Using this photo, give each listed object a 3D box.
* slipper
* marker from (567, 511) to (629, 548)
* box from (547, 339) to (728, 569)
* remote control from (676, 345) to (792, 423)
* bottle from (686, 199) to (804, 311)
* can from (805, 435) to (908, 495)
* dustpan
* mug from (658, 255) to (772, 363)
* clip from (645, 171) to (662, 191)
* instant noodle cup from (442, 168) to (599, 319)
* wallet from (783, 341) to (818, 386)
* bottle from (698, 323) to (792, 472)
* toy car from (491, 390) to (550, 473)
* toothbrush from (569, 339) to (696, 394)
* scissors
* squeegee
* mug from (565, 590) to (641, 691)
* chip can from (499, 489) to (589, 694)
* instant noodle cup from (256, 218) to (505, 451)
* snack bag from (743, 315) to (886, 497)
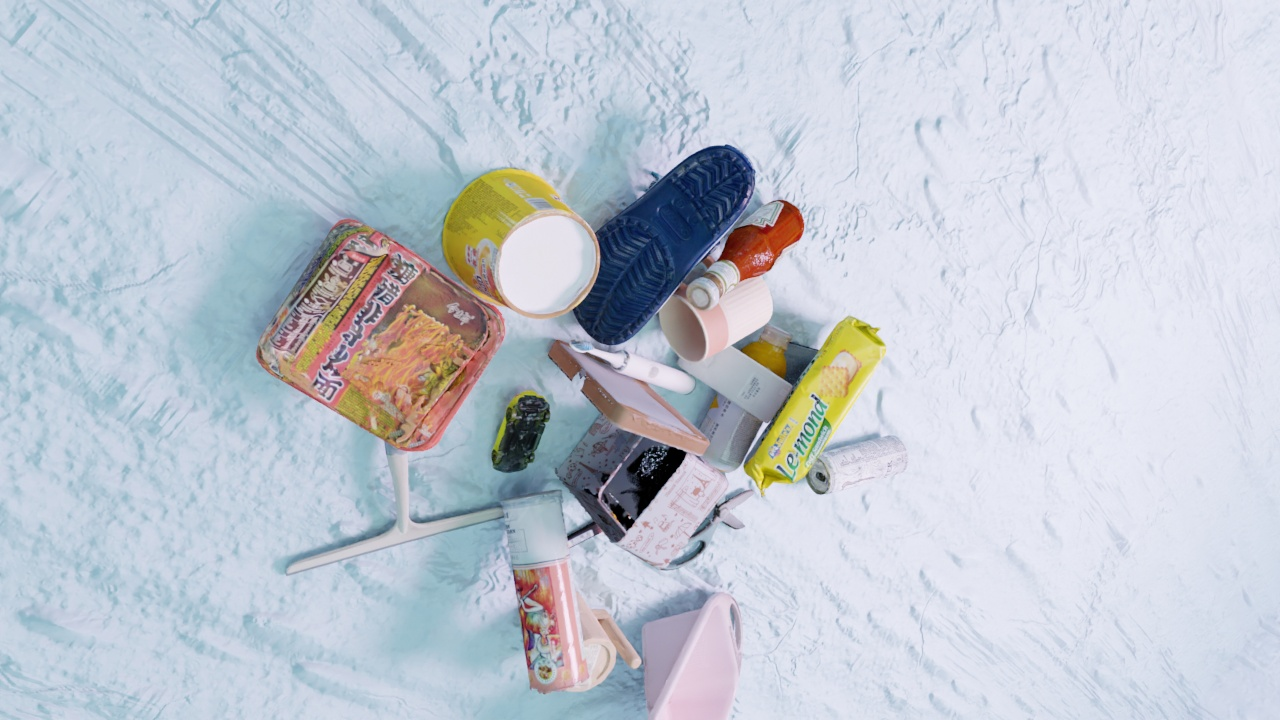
[{"bbox_3d":[0.020,-0.130,0.980,0.105,0.095,0.253,43,109,-1],"label":"slipper"},{"bbox_3d":[-0.065,0.212,1.137,0.123,0.015,0.018,-27,122,-14],"label":"marker"},{"bbox_3d":[-0.030,0.095,0.998,0.193,0.183,0.157,35,92,-35],"label":"box"},{"bbox_3d":[0.111,0.017,1.093,0.135,0.019,0.056,33,97,5],"label":"remote control"},{"bbox_3d":[0.115,-0.114,1.007,0.205,0.060,0.060,-43,133,-43],"label":"bottle"},{"bbox_3d":[0.306,0.147,1.295,0.146,0.058,0.058,-11,117,-26],"label":"can"},{"bbox_3d":[0.086,0.446,1.220,0.139,0.273,0.223,-12,124,3],"label":"dustpan"},{"bbox_3d":[0.080,-0.069,1.050,0.105,0.082,0.114,-27,88,-29],"label":"mug"},{"bbox_3d":[0.031,-0.188,1.004,0.056,0.015,0.050,7,106,-31],"label":"clip"},{"bbox_3d":[-0.110,-0.108,0.900,0.137,0.110,0.138,-14,119,-26],"label":"instant noodle cup"},{"bbox_3d":[0.198,0.025,1.201,0.120,0.019,0.097,13,103,-33],"label":"wallet"},{"bbox_3d":[0.130,0.046,1.138,0.068,0.068,0.190,19,102,-35],"label":"bottle"},{"bbox_3d":[-0.136,0.079,1.022,0.048,0.032,0.105,4,122,-32],"label":"toy car"},{"bbox_3d":[-0.006,0.006,1.029,0.220,0.026,0.026,21,72,-52],"label":"toothbrush"},{"bbox_3d":[0.073,0.194,1.207,0.170,0.019,0.179,-31,123,-13],"label":"scissors"},{"bbox_3d":[-0.255,0.100,0.958,0.246,0.039,0.247,-11,117,-26],"label":"squeegee"},{"bbox_3d":[-0.071,0.347,1.141,0.124,0.103,0.084,14,105,-34],"label":"mug"},{"bbox_3d":[-0.107,0.258,1.037,0.071,0.071,0.214,-8,86,-27],"label":"chip can"},{"bbox_3d":[-0.238,-0.023,0.865,0.189,0.079,0.164,35,93,-16],"label":"instant noodle cup"},{"bbox_3d":[0.211,0.057,1.117,0.068,0.158,0.246,35,91,7],"label":"snack bag"}]
